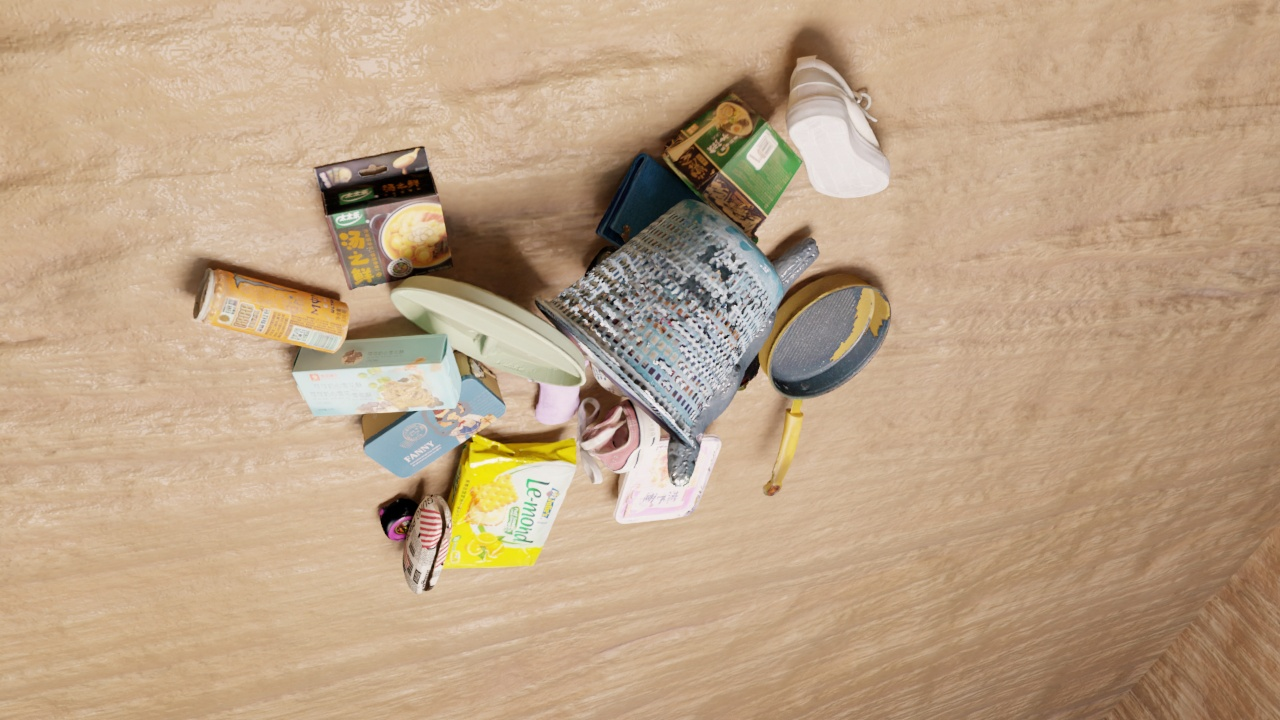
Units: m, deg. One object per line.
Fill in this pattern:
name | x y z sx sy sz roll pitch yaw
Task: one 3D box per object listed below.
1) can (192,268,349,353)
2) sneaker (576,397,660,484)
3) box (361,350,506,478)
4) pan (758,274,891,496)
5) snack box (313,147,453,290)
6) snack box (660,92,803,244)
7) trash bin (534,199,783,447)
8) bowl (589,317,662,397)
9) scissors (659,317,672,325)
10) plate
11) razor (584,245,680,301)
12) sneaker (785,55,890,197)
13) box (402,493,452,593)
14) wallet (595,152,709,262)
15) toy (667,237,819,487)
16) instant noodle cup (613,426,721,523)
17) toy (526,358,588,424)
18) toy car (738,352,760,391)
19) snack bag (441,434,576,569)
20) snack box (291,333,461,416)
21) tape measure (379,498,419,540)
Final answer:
can | -0.385 -0.051 0.964 0.146 0.058 0.058 16 123 -35
sneaker | -0.041 0.100 1.191 0.087 0.118 0.241 -9 169 -13
box | -0.261 0.070 1.134 0.184 0.062 0.090 -36 135 8
pan | 0.237 0.042 1.305 0.197 0.078 0.358 0 128 -32
snack box | -0.261 -0.143 0.945 0.113 0.053 0.126 -15 140 -12
snack box | 0.104 -0.215 0.997 0.106 0.117 0.118 -46 136 14
trash bin | 0.035 -0.053 0.972 0.195 0.226 0.226 -47 136 -5
bowl | -0.007 0.007 1.177 0.113 0.062 0.114 -6 130 -7
scissors | 0.014 -0.032 1.199 0.133 0.017 0.133 -28 133 8
plate | -0.162 -0.031 1.002 0.230 0.231 0.027 37 68 -43
razor | 0.010 -0.091 1.109 0.167 0.067 0.062 13 124 -41
sneaker | 0.221 -0.262 1.041 0.090 0.090 0.242 -10 163 26
box | -0.284 0.247 1.238 0.060 0.072 0.165 10 128 -23
wallet | 0.022 -0.159 1.050 0.133 0.040 0.106 28 91 -40
toy | 0.106 -0.005 1.160 0.091 0.138 0.355 36 75 -26
instant noodle cup | 0.032 0.159 1.353 0.137 0.060 0.174 -2 133 -23
toy | -0.109 0.046 1.196 0.083 0.039 0.108 -13 141 -21
toy car | 0.102 0.026 1.270 0.155 0.041 0.071 -26 138 -21
snack bag | -0.195 0.197 1.278 0.157 0.068 0.247 4 129 -27
snack box | -0.296 0.017 1.040 0.175 0.051 0.074 -4 135 3
tape measure | -0.327 0.216 1.257 0.058 0.039 0.057 -43 143 7
